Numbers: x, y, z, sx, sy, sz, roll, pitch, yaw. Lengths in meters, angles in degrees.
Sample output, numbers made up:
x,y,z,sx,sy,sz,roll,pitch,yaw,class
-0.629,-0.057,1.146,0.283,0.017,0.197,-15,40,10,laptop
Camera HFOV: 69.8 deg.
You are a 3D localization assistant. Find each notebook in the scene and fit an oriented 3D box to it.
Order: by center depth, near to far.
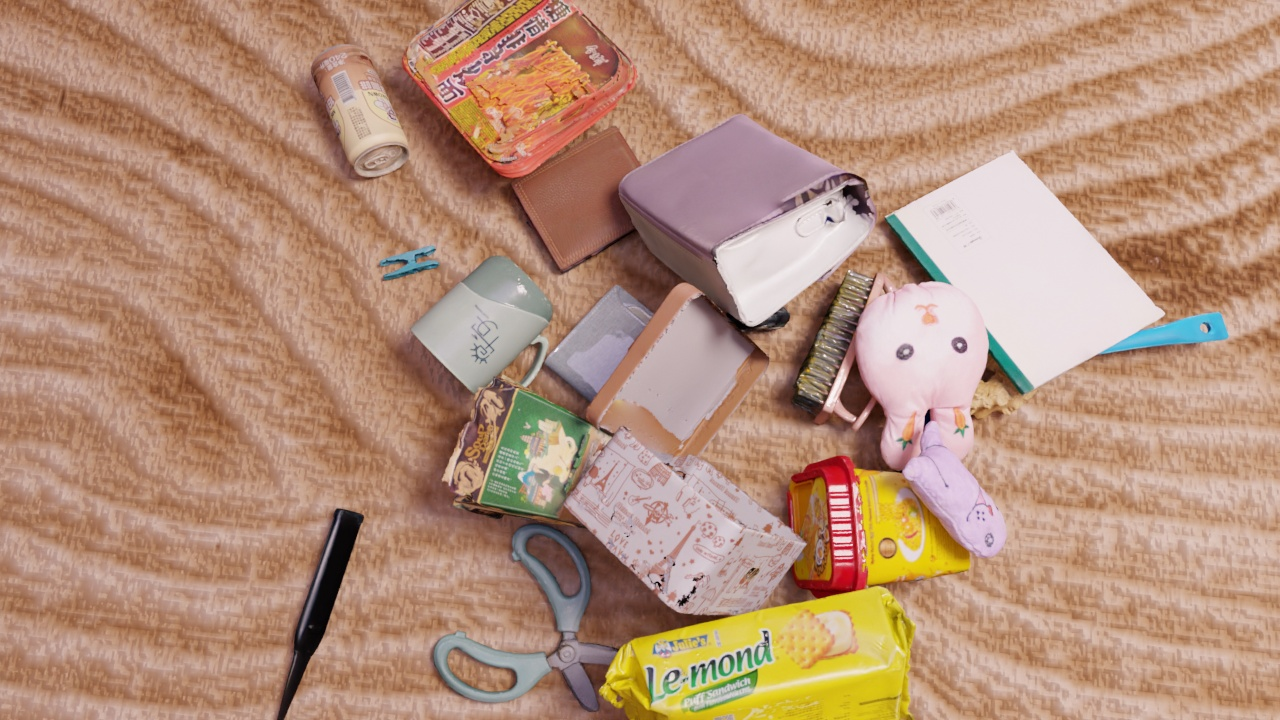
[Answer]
x,y,z,sx,sy,sz,roll,pitch,yaw,class
0.343,-0.086,0.832,0.150,0.012,0.209,-28,67,-8,notebook

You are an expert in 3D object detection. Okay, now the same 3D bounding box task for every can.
x,y,z,sx,sy,sz,roll,pitch,yaw,class
-0.268,-0.239,0.878,0.058,0.058,0.116,-25,79,-4,can

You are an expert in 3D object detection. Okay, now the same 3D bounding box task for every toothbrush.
x,y,z,sx,sy,sz,roll,pitch,yaw,class
-0.286,0.235,0.798,0.026,0.027,0.212,25,76,-40,toothbrush

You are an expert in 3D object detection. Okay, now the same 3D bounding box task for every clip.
x,y,z,sx,sy,sz,roll,pitch,yaw,class
-0.219,-0.093,0.871,0.057,0.014,0.045,-17,80,-4,clip

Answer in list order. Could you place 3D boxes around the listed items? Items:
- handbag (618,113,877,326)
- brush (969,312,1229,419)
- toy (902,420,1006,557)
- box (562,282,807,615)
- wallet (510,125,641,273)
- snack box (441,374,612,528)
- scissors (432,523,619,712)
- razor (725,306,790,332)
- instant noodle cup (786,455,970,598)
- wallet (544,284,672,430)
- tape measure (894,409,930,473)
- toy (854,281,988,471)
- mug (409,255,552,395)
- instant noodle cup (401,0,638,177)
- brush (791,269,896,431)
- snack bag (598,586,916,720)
x,y,z,sx,sy,sz,roll,pitch,yaw,class
0.087,-0.126,0.781,0.145,0.098,0.197,-37,36,-4,handbag
0.394,-0.006,0.820,0.255,0.046,0.083,-12,75,4,brush
0.249,0.106,0.723,0.108,0.039,0.083,49,42,-3,toy
0.065,0.081,0.723,0.157,0.181,0.197,37,91,32,box
-0.048,-0.152,0.872,0.124,0.032,0.101,-30,82,-4,wallet
-0.081,0.087,0.766,0.106,0.117,0.118,16,80,24,snack box
-0.104,0.239,0.799,0.181,0.019,0.170,-24,80,-5,scissors
0.125,-0.099,0.851,0.067,0.062,0.167,27,72,-24,razor
0.200,0.141,0.771,0.123,0.116,0.116,1,77,-11,instant noodle cup
-0.005,0.005,0.835,0.130,0.037,0.106,41,83,8,wallet
0.248,0.079,0.821,0.054,0.025,0.058,-24,75,-2,tape measure
0.243,0.013,0.782,0.121,0.054,0.159,-9,95,-12,toy
-0.130,-0.025,0.827,0.106,0.082,0.112,-44,111,-8,mug
-0.109,-0.262,0.863,0.164,0.079,0.189,-38,71,-7,instant noodle cup
0.192,-0.012,0.822,0.073,0.063,0.145,23,78,10,brush
0.098,0.266,0.718,0.246,0.158,0.068,-11,39,-1,snack bag
